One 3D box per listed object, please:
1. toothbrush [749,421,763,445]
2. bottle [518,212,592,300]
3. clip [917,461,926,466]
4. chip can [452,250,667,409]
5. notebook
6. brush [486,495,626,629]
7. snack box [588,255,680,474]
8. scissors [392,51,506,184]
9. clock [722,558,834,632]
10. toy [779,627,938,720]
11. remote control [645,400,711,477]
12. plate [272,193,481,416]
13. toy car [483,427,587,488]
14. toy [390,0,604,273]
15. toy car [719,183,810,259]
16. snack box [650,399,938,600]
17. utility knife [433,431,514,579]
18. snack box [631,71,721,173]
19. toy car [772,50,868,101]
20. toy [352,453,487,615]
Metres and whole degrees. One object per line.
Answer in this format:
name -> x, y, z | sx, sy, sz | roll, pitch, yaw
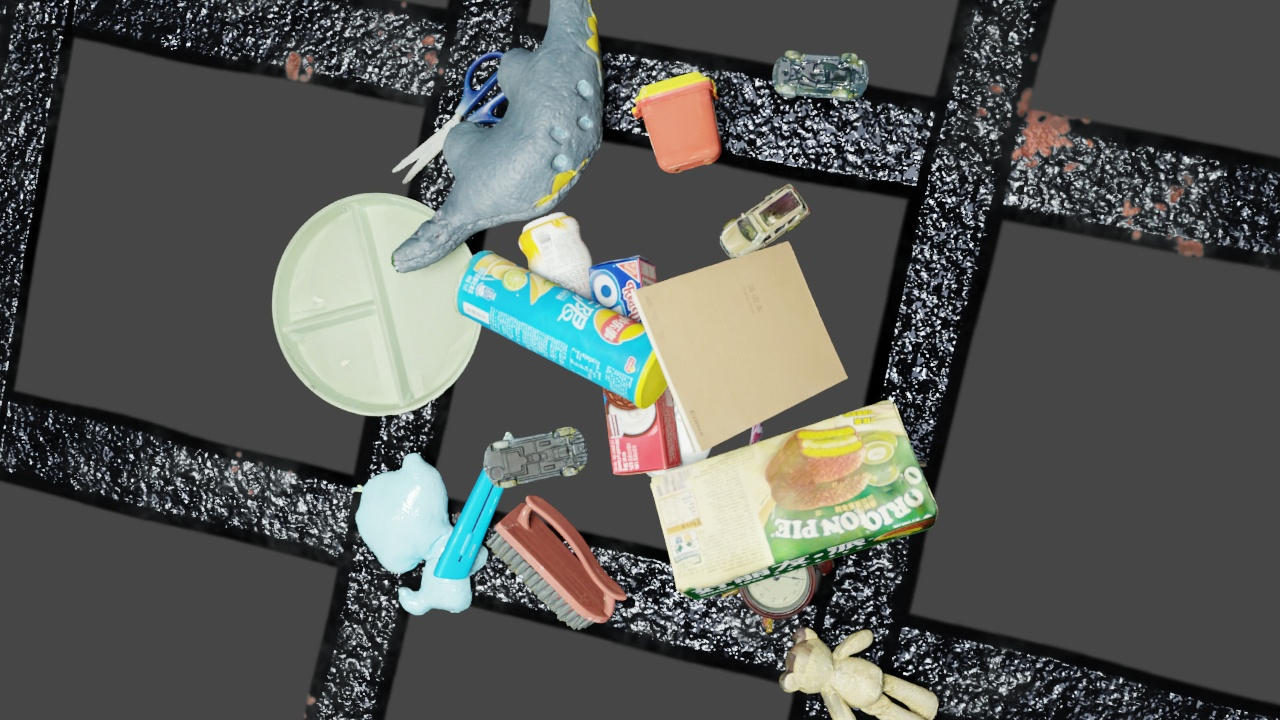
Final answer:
toothbrush -> 0.119, 0.075, 0.915 | 0.017, 0.016, 0.187 | 8, 93, -3
bottle -> -0.077, -0.089, 0.910 | 0.063, 0.063, 0.108 | -21, 90, 8
clip -> 0.227, 0.120, 0.892 | 0.100, 0.034, 0.070 | 3, 91, 4
chip can -> -0.070, -0.032, 0.851 | 0.210, 0.071, 0.071 | 27, 95, 19
notebook -> 0.096, -0.020, 0.842 | 0.012, 0.210, 0.149 | -24, 88, 52
brush -> -0.080, 0.204, 0.921 | 0.146, 0.063, 0.069 | 46, 110, 3
snack box -> -0.005, 0.005, 0.896 | 0.057, 0.058, 0.207 | -8, 85, 18
scissors -> -0.180, -0.237, 0.945 | 0.126, 0.012, 0.173 | 24, 96, 7
clock -> 0.139, 0.199, 0.895 | 0.082, 0.055, 0.122 | 38, 95, 5
toy -> 0.214, 0.318, 0.892 | 0.157, 0.066, 0.105 | 24, 62, 2
remote control -> 0.053, 0.063, 0.919 | 0.056, 0.020, 0.136 | 25, 96, 8
plate -> -0.271, -0.057, 0.956 | 0.230, 0.027, 0.230 | 0, 93, 8
toy car -> -0.107, 0.099, 0.934 | 0.105, 0.031, 0.049 | -10, 88, -7
toy -> -0.114, -0.218, 0.894 | 0.138, 0.091, 0.356 | 33, 94, -1
toy car -> 0.119, -0.134, 0.897 | 0.090, 0.035, 0.042 | -35, 85, 10
snack box -> 0.138, 0.130, 0.847 | 0.240, 0.063, 0.114 | -20, 64, 7
utility knife -> -0.163, 0.149, 0.935 | 0.034, 0.018, 0.160 | 27, 76, -19
snack box -> 0.039, -0.224, 0.878 | 0.082, 0.091, 0.080 | -13, 97, 8
toy car -> 0.173, -0.273, 0.885 | 0.090, 0.034, 0.043 | 6, 95, 9
toy -> -0.232, 0.180, 0.948 | 0.156, 0.050, 0.161 | 21, 95, -5
